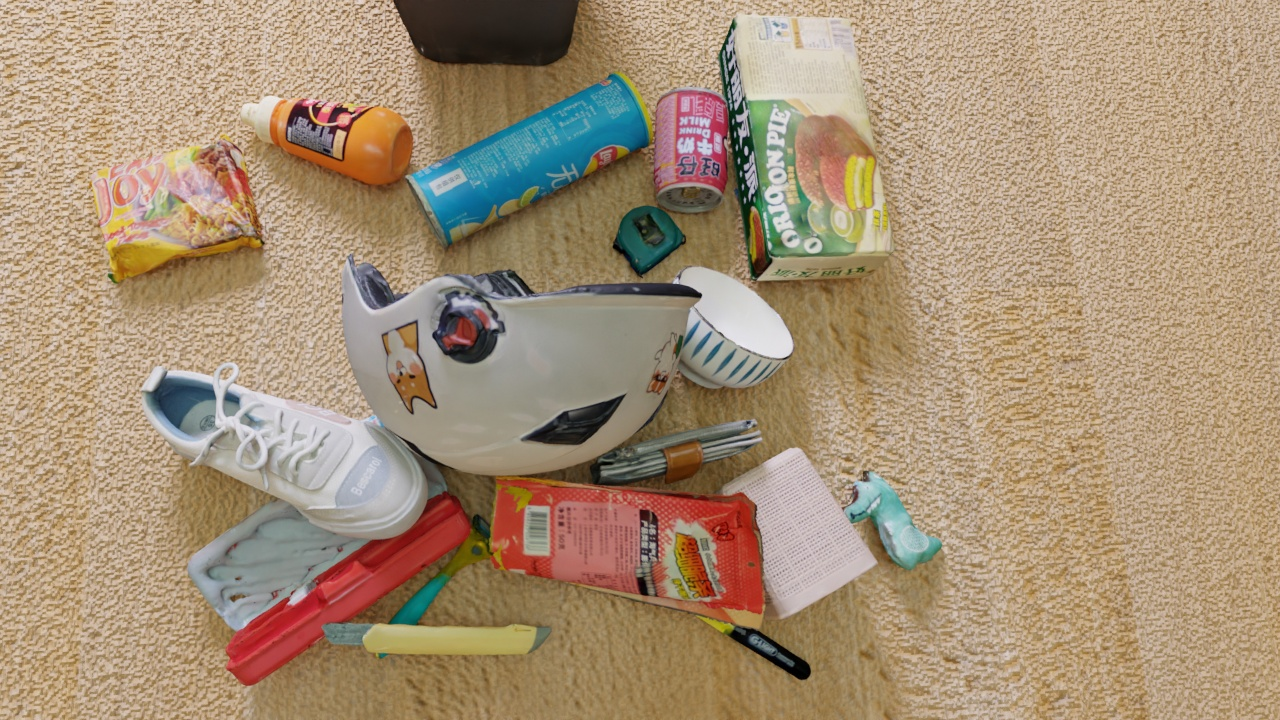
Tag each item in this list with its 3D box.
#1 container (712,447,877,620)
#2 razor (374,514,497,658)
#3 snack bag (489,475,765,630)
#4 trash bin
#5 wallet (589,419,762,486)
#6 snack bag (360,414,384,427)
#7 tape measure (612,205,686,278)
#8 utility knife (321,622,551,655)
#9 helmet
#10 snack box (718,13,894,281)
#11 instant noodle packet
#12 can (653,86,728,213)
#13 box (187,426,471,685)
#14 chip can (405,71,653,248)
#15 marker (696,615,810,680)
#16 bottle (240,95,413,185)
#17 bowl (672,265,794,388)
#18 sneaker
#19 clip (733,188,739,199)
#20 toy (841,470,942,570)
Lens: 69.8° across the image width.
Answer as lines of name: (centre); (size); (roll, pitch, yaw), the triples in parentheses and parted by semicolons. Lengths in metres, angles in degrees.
container: (0.117, 0.140, 0.747); (0.089, 0.090, 0.111); (-28, 78, -11)
razor: (-0.164, 0.185, 0.738); (0.132, 0.028, 0.043); (-47, 114, -16)
snack bag: (-0.009, 0.140, 0.700); (0.208, 0.129, 0.073); (5, 34, 17)
trash bin: (-0.129, -0.374, 0.769); (0.198, 0.220, 0.198); (0, 77, -5)
wallet: (0.027, 0.080, 0.740); (0.129, 0.107, 0.037); (-13, 82, -9)
snack bag: (-0.221, 0.061, 0.762); (0.105, 0.026, 0.045); (-25, 83, -9)
tape measure: (0.006, -0.111, 0.823); (0.058, 0.025, 0.054); (-38, 84, -13)
utility knife: (-0.152, 0.213, 0.703); (0.182, 0.019, 0.031); (11, 105, -35)
helmet: (-0.095, 0.009, 0.687); (0.274, 0.229, 0.157); (8, 96, 26)
snack box: (0.145, -0.191, 0.822); (0.114, 0.063, 0.239); (-3, 74, -11)
instant noodle packet: (-0.397, -0.131, 0.781); (0.128, 0.044, 0.110); (-17, 75, -9)
can: (0.045, -0.187, 0.822); (0.066, 0.066, 0.093); (3, 77, -5)
box: (-0.239, 0.142, 0.701); (0.201, 0.094, 0.100); (-35, 102, -11)
chip can: (-0.095, -0.176, 0.805); (0.210, 0.071, 0.071); (-29, 82, -10)
marker: (0.088, 0.228, 0.760); (0.124, 0.015, 0.018); (32, 79, 1)
bottle: (-0.277, -0.199, 0.801); (0.149, 0.067, 0.066); (15, 76, 5)
bowl: (0.064, -0.019, 0.776); (0.116, 0.116, 0.066); (38, 119, 4)
sneaker: (-0.270, 0.057, 0.685); (0.242, 0.091, 0.089); (16, 61, 19)
clip: (0.109, -0.141, 0.843); (0.026, 0.037, 0.058); (-26, 82, -17)
toy: (0.207, 0.136, 0.776); (0.096, 0.030, 0.092); (-13, 65, -44)
